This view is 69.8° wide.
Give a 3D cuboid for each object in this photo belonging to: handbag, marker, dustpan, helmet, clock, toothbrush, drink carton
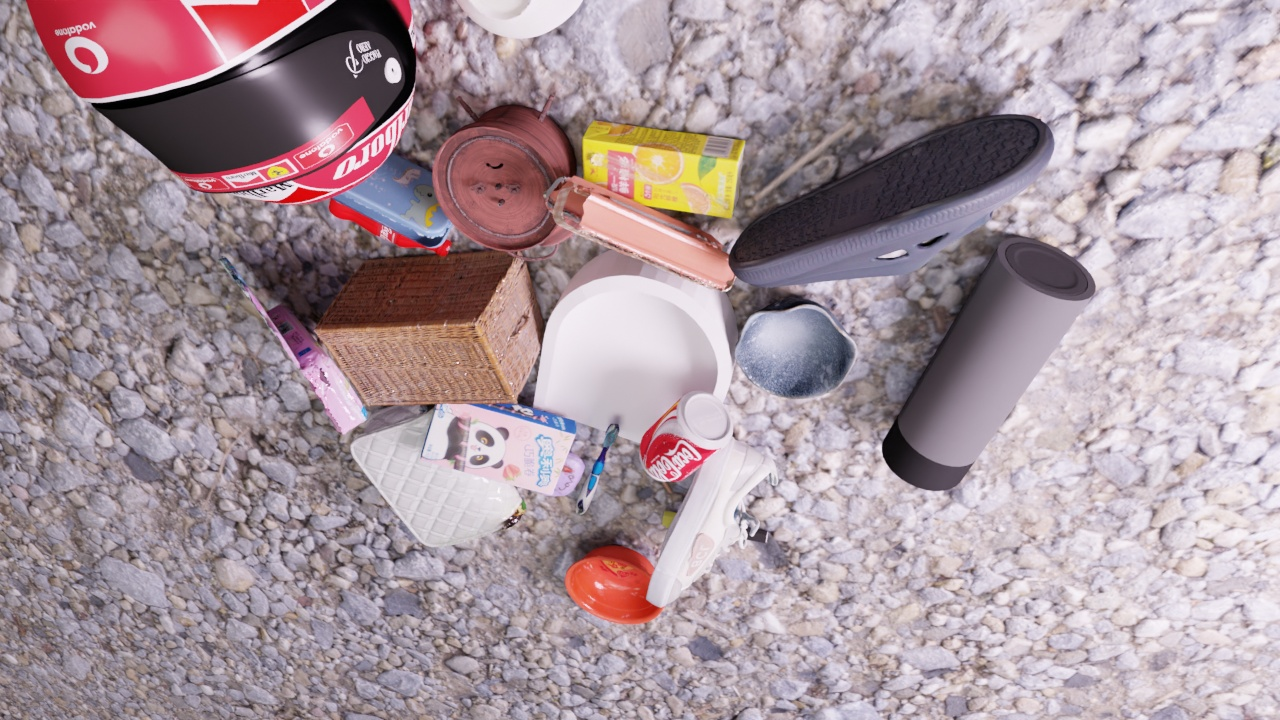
[{"bbox_3d":[-0.238,0.128,1.093,0.139,0.072,0.195,-17,122,18],"label":"handbag"},{"bbox_3d":[0.088,0.198,1.083,0.124,0.017,0.021,9,131,8],"label":"marker"},{"bbox_3d":[-0.006,0.005,0.928,0.191,0.053,0.258,19,132,2],"label":"dustpan"},{"bbox_3d":[-0.278,-0.225,0.678,0.198,0.270,0.225,-1,133,21],"label":"helmet"},{"bbox_3d":[-0.113,-0.153,0.818,0.121,0.072,0.158,4,129,14],"label":"clock"},{"bbox_3d":[-0.052,0.131,1.062,0.016,0.017,0.189,22,137,0],"label":"toothbrush"},{"bbox_3d":[0.018,-0.164,0.787,0.135,0.042,0.059,11,132,9],"label":"drink carton"}]

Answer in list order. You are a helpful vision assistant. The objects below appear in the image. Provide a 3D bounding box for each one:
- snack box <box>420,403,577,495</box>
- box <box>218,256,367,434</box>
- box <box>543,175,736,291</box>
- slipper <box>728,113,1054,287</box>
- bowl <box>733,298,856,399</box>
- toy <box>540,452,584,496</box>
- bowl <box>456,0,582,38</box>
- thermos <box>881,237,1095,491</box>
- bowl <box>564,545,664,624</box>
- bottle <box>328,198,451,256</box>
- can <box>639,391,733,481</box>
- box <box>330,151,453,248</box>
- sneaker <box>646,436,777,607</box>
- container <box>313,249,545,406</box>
[{"bbox_3d":[-0.156,0.088,1.009,0.154,0.033,0.088,16,116,-11],"label":"snack box"},{"bbox_3d":[-0.357,-0.027,0.934,0.230,0.035,0.159,29,150,55],"label":"box"},{"bbox_3d":[0.002,-0.114,0.793,0.188,0.064,0.056,21,95,-33],"label":"box"},{"bbox_3d":[0.200,-0.105,0.739,0.269,0.110,0.083,-18,124,33],"label":"slipper"},{"bbox_3d":[0.146,-0.019,0.859,0.110,0.055,0.110,9,130,10],"label":"bowl"},{"bbox_3d":[-0.117,0.123,1.072,0.099,0.036,0.080,23,131,-4],"label":"toy"},{"bbox_3d":[-0.099,-0.298,0.699,0.113,0.063,0.114,9,130,11],"label":"bowl"},{"bbox_3d":[0.301,0.012,0.818,0.082,0.082,0.241,18,132,2],"label":"thermos"},{"bbox_3d":[-0.028,0.278,1.166,0.130,0.045,0.131,9,130,10],"label":"bowl"},{"bbox_3d":[-0.243,-0.134,0.897,0.119,0.036,0.036,25,131,-5],"label":"bottle"},{"bbox_3d":[0.044,0.079,0.928,0.064,0.064,0.105,31,142,-9],"label":"can"},{"bbox_3d":[-0.266,-0.177,0.845,0.210,0.059,0.068,27,91,-6],"label":"box"},{"bbox_3d":[0.079,0.193,1.019,0.091,0.089,0.243,23,118,2],"label":"sneaker"},{"bbox_3d":[-0.203,-0.030,0.921,0.199,0.113,0.113,-1,133,20],"label":"container"}]
